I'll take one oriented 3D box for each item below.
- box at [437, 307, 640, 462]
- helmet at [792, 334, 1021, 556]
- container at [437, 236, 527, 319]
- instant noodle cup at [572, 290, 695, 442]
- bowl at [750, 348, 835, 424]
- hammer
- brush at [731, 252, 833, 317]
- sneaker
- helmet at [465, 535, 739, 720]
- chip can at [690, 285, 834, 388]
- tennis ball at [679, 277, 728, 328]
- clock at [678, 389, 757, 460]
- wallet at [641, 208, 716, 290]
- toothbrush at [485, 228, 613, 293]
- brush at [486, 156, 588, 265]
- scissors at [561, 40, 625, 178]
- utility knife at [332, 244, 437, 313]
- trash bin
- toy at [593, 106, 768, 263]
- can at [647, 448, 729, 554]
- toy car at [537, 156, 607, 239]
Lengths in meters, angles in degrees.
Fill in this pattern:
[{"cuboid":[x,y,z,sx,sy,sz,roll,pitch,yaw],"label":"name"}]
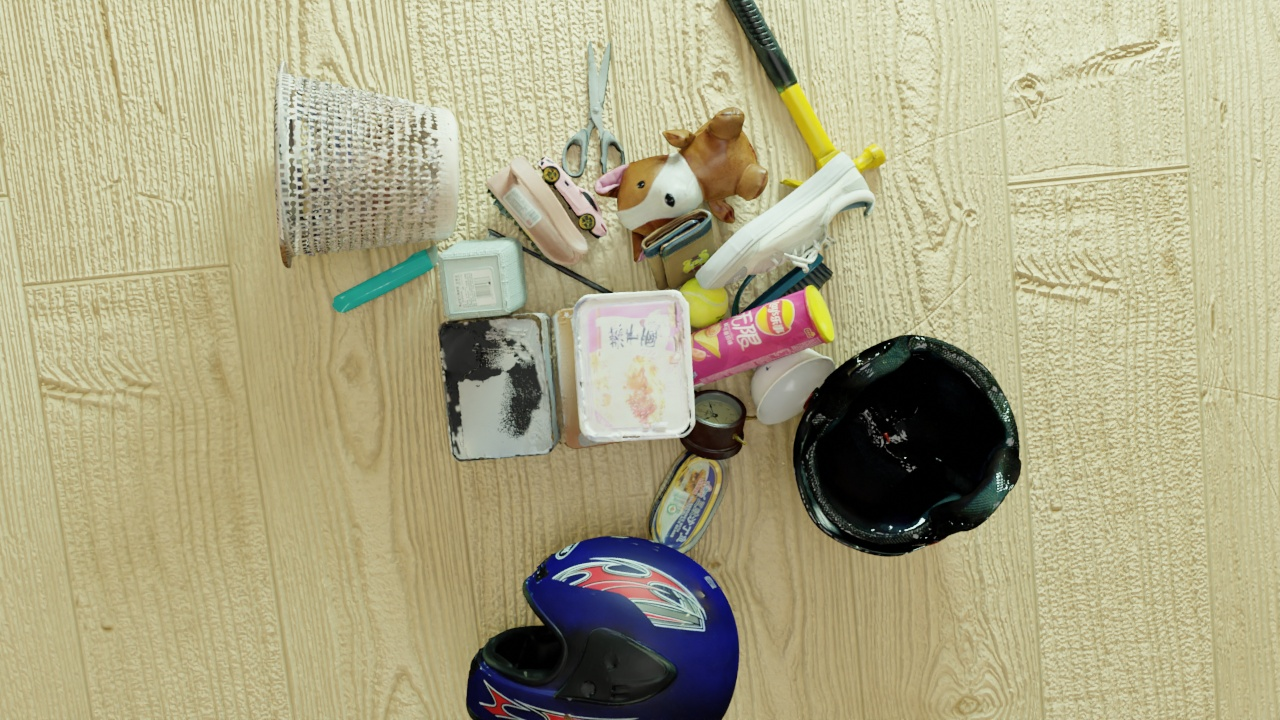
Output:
[{"cuboid":[-0.105,0.023,1.141,0.260,0.105,0.178,-4,94,2],"label":"box"},{"cuboid":[0.307,0.104,1.102,0.274,0.230,0.233,-41,81,-1],"label":"helmet"},{"cuboid":[-0.191,-0.097,1.102,0.090,0.111,0.090,-5,101,2],"label":"container"},{"cuboid":[-0.006,0.006,1.090,0.138,0.060,0.173,-3,91,6],"label":"instant noodle cup"},{"cuboid":[0.179,0.018,1.161,0.118,0.118,0.064,-35,59,-1],"label":"bowl"},{"cuboid":[0.185,-0.345,1.157,0.129,0.033,0.301,-31,96,-2],"label":"hammer"},{"cuboid":[0.171,-0.091,1.163,0.144,0.055,0.073,-40,96,0],"label":"brush"},{"cuboid":[0.180,-0.146,1.115,0.242,0.089,0.090,-37,88,-5],"label":"sneaker"},{"cuboid":[-0.039,0.329,1.093,0.315,0.247,0.240,9,90,6],"label":"helmet"},{"cuboid":[0.123,-0.022,1.114,0.211,0.071,0.071,-20,96,24],"label":"chip can"},{"cuboid":[0.078,-0.073,1.153,0.065,0.065,0.065,0,94,-4],"label":"tennis ball"},{"cuboid":[0.080,0.076,1.154,0.122,0.081,0.055,18,128,13],"label":"clock"},{"cuboid":[0.051,-0.132,1.124,0.090,0.115,0.033,-29,68,-3],"label":"wallet"},{"cuboid":[-0.114,-0.120,1.162,0.181,0.015,0.018,26,98,-5],"label":"toothbrush"},{"cuboid":[-0.120,-0.177,1.123,0.063,0.073,0.145,-42,97,-28],"label":"brush"},{"cuboid":[-0.062,-0.309,1.152,0.156,0.014,0.168,-36,96,-2],"label":"scissors"},{"cuboid":[-0.318,-0.101,1.151,0.151,0.013,0.029,-26,93,1],"label":"utility knife"},{"cuboid":[-0.312,-0.218,1.055,0.192,0.228,0.227,-1,94,-17],"label":"trash bin"},{"cuboid":[0.053,-0.213,1.120,0.200,0.130,0.140,-25,106,7],"label":"toy"},{"cuboid":[0.061,0.178,1.180,0.074,0.049,0.148,28,92,-6],"label":"can"},{"cuboid":[-0.082,-0.203,1.136,0.037,0.056,0.122,-38,99,-1],"label":"toy car"}]
